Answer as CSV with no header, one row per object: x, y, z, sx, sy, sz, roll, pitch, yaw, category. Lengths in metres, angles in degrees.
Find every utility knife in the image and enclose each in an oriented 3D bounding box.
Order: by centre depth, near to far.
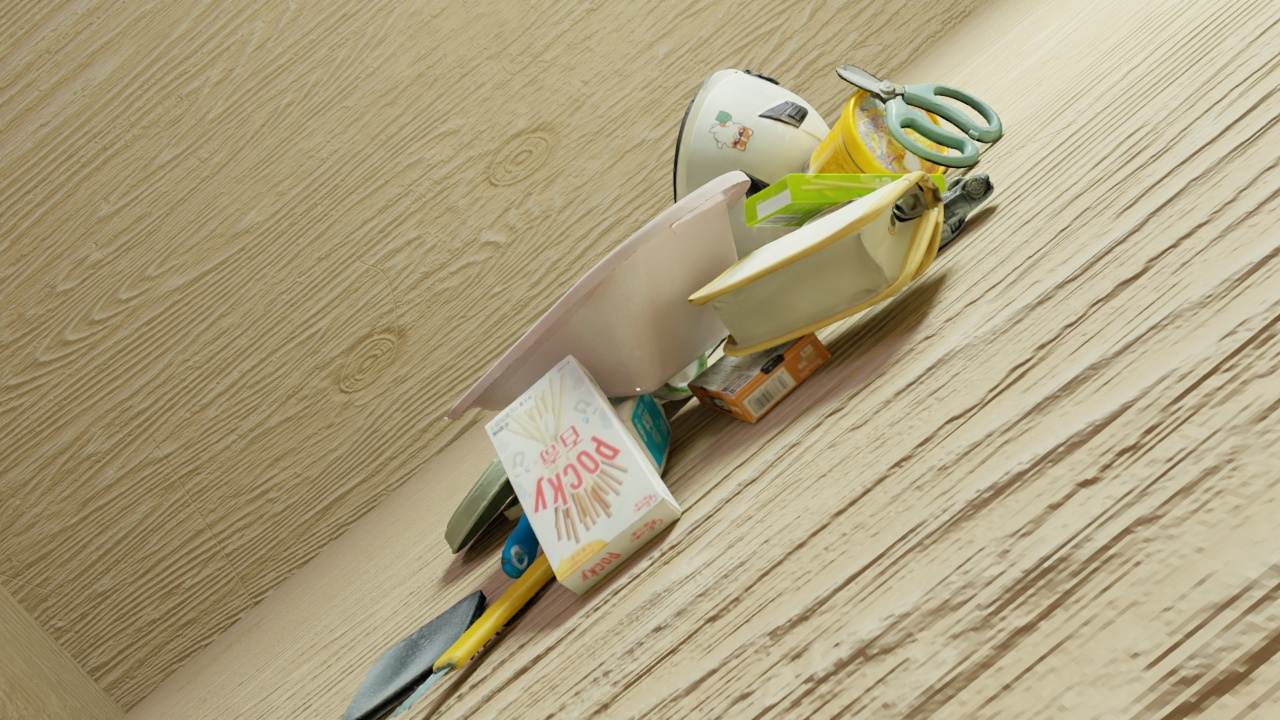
-0.098,0.177,0.632,0.194,0.015,0.033,-41,7,-38,utility knife

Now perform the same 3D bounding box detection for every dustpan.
-0.025,-0.063,0.762,0.274,0.139,0.221,-5,21,35,dustpan

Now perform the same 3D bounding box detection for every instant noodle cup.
0.235,-0.206,0.954,0.118,0.118,0.115,-44,1,-32,instant noodle cup

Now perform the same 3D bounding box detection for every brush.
-0.063,0.099,0.824,0.109,0.060,0.314,-45,7,5,brush

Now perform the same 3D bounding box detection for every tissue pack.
-0.026,0.075,0.701,0.090,0.063,0.140,-29,8,13,tissue pack

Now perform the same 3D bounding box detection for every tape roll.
-0.112,0.138,0.986,0.086,0.014,0.085,-39,7,6,tape roll

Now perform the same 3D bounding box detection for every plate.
-0.135,0.111,0.992,0.230,0.027,0.230,-51,-3,-4,plate

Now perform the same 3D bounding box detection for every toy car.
0.222,-0.106,0.682,0.091,0.034,0.043,-37,4,9,toy car

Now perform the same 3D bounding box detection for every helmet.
0.155,-0.214,1.089,0.274,0.157,0.230,32,-105,-68,helmet

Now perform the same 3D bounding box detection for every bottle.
-0.006,0.005,0.935,0.068,0.068,0.197,-42,15,-20,bottle

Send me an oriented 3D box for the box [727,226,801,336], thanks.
0.119,-0.074,0.839,0.091,0.080,0.168,-41,6,-18,box

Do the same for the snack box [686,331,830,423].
0.086,0.009,0.704,0.075,0.026,0.154,-39,7,-6,snack box

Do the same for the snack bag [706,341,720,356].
0.064,-0.017,0.983,0.104,0.026,0.048,-46,13,-31,snack bag

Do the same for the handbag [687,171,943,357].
0.139,-0.077,0.659,0.164,0.063,0.178,-22,14,43,handbag

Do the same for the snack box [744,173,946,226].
0.180,-0.141,0.813,0.156,0.026,0.086,-3,-5,-19,snack box

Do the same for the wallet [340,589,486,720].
-0.172,0.231,0.699,0.121,0.019,0.097,-37,9,9,wallet

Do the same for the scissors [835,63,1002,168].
0.250,-0.231,0.875,0.019,0.186,0.131,95,-163,-55,scissors

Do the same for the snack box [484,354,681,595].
-0.044,0.071,0.618,0.085,0.027,0.156,-40,45,3,snack box
